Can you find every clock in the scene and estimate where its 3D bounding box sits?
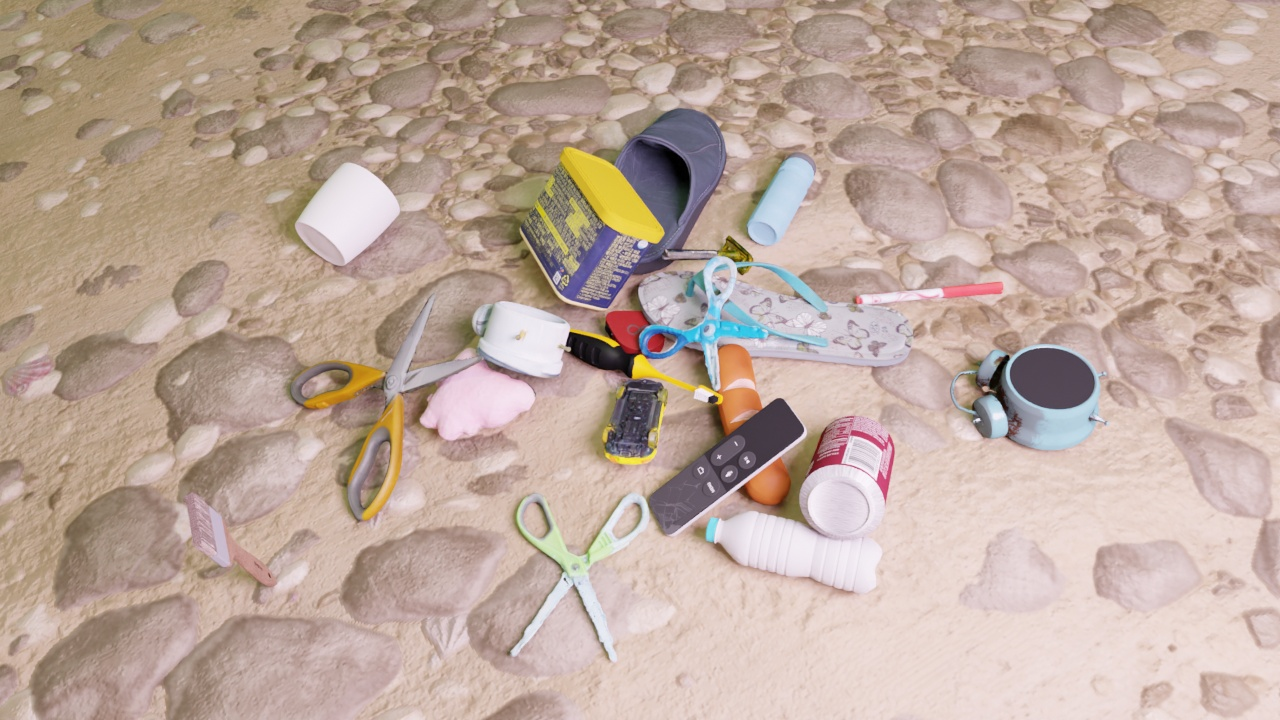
[{"bbox_3d":[0.334,0.028,0.792,0.124,0.053,0.089,6,51,16],"label":"clock"},{"bbox_3d":[-0.116,-0.023,0.877,0.083,0.057,0.118,12,10,-32],"label":"clock"}]

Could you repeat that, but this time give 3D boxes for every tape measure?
[{"bbox_3d":[-0.006,-0.024,0.901,0.059,0.019,0.051,2,50,-4],"label":"tape measure"}]

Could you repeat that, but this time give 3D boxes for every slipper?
[{"bbox_3d":[0.026,-0.214,1.013,0.109,0.084,0.264,9,51,17],"label":"slipper"},{"bbox_3d":[0.124,-0.046,0.873,0.269,0.055,0.098,12,51,11],"label":"slipper"}]

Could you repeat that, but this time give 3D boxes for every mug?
[{"bbox_3d":[-0.338,-0.160,1.031,0.114,0.081,0.087,1,50,50],"label":"mug"}]

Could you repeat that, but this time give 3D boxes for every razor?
[{"bbox_3d":[0.064,-0.107,0.927,0.105,0.026,0.042,-5,43,-39],"label":"razor"}]

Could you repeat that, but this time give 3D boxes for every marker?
[{"bbox_3d":[0.283,-0.065,0.901,0.142,0.013,0.012,-5,50,4],"label":"marker"}]

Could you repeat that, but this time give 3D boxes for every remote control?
[{"bbox_3d":[0.071,0.089,0.765,0.147,0.008,0.045,-39,47,9],"label":"remote control"}]

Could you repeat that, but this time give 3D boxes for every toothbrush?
[{"bbox_3d":[-0.005,0.005,0.858,0.197,0.031,0.030,21,23,34],"label":"toothbrush"}]

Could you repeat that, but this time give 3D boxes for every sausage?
[{"bbox_3d":[0.094,0.055,0.807,0.039,0.045,0.164,7,48,-24],"label":"sausage"}]

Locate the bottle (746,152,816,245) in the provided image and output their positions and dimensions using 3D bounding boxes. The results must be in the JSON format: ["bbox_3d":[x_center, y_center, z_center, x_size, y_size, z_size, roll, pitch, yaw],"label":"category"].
[{"bbox_3d":[0.156,-0.180,0.994,0.040,0.040,0.129,18,55,21],"label":"bottle"}]

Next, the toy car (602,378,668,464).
[{"bbox_3d":[-0.003,0.054,0.830,0.049,0.030,0.106,3,38,11],"label":"toy car"}]

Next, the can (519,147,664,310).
[{"bbox_3d":[-0.054,-0.132,0.932,0.075,0.105,0.135,11,35,-42],"label":"can"}]

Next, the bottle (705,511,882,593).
[{"bbox_3d":[0.120,0.149,0.727,0.136,0.044,0.044,11,53,16],"label":"bottle"}]

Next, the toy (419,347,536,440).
[{"bbox_3d":[-0.157,0.037,0.853,0.102,0.050,0.093,27,63,32],"label":"toy"}]

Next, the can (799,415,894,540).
[{"bbox_3d":[0.167,0.090,0.732,0.063,0.063,0.113,11,23,16],"label":"can"}]

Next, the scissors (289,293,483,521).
[{"bbox_3d":[-0.244,0.042,0.853,0.226,0.016,0.229,-11,62,22],"label":"scissors"}]

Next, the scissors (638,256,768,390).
[{"bbox_3d":[0.054,-0.030,0.845,0.140,0.011,0.134,-18,63,26],"label":"scissors"}]

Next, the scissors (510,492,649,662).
[{"bbox_3d":[-0.048,0.168,0.753,0.165,0.024,0.171,-21,53,-17],"label":"scissors"}]

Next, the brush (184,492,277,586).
[{"bbox_3d":[-0.317,0.151,0.721,0.008,0.143,0.045,-22,60,-9],"label":"brush"}]
